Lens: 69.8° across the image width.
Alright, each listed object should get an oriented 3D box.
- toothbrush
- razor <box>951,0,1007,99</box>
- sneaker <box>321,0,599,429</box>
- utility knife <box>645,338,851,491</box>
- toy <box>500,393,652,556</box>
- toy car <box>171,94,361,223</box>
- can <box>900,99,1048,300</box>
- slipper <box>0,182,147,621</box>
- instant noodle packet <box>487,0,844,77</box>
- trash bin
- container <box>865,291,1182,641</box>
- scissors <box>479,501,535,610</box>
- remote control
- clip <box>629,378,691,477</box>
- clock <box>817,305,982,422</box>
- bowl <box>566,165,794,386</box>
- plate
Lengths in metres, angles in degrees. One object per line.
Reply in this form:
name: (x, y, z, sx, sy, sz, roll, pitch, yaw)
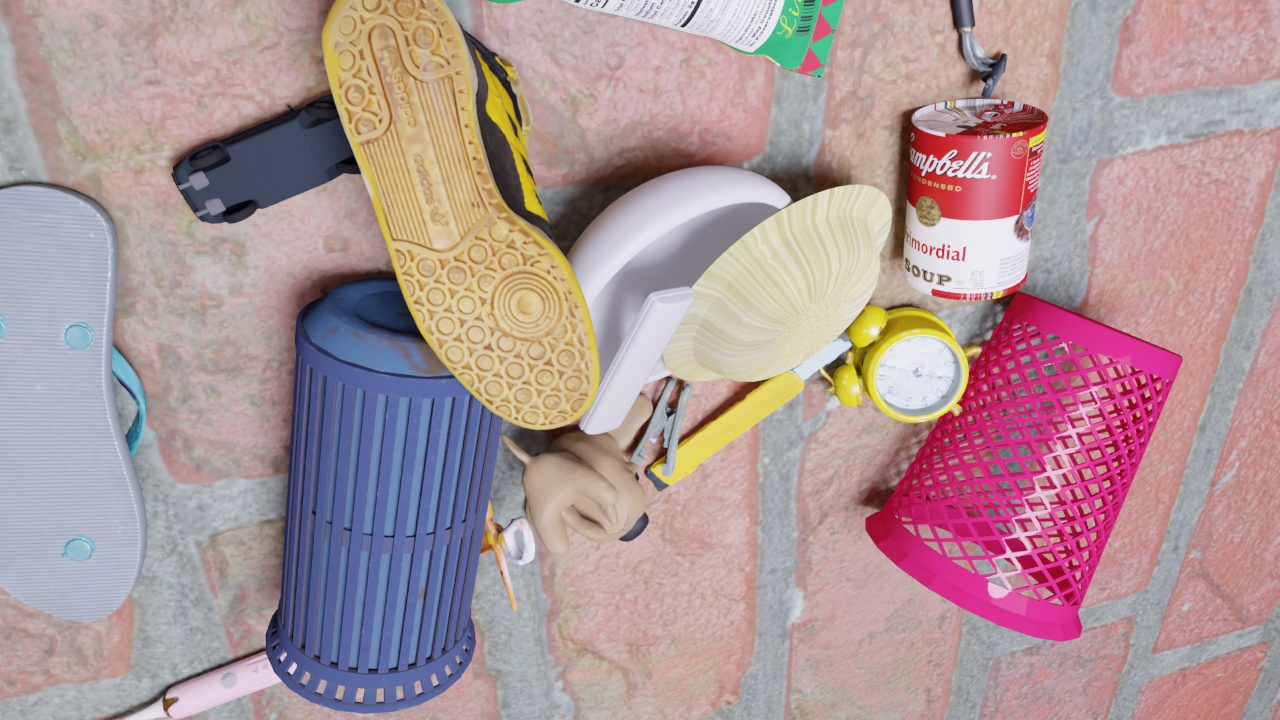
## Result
toothbrush: (-0.321, 0.247, 0.689, 0.222, 0.027, 0.027, -19, 151, -8)
razor: (0.211, -0.244, 0.599, 0.042, 0.022, 0.144, -53, 128, -37)
sneaker: (-0.088, -0.083, 0.508, 0.086, 0.122, 0.238, -20, 102, 4)
utility knife: (0.081, 0.042, 0.703, 0.191, 0.017, 0.030, -36, 131, 18)
toy: (-0.042, 0.086, 0.640, 0.106, 0.108, 0.134, 45, 100, 12)
toy car: (-0.205, -0.114, 0.520, 0.112, 0.034, 0.046, -23, 123, -4)
can: (0.230, -0.112, 0.638, 0.086, 0.086, 0.116, -13, 121, -12)
slipper: (-0.352, 0.028, 0.549, 0.098, 0.054, 0.269, 0, 107, -16)
instant noodle packet: (0.013, -0.267, 0.473, 0.252, 0.090, 0.196, 5, 117, -19)
trash bin: (-0.159, 0.081, 0.586, 0.139, 0.139, 0.250, 4, 115, -21)
container: (0.312, 0.073, 0.731, 0.183, 0.183, 0.226, 15, 105, -26)
scissors: (-0.101, 0.126, 0.657, 0.011, 0.128, 0.125, -21, 106, -29)
remote control: (-0.003, 0.003, 0.584, 0.033, 0.012, 0.131, -12, 147, -36)
clip: (0.025, 0.053, 0.692, 0.050, 0.023, 0.078, 33, 112, -2)
clock: (0.194, 0.002, 0.704, 0.119, 0.057, 0.083, 12, 109, -1)
bowl: (0.013, -0.061, 0.587, 0.176, 0.066, 0.177, -27, 153, -15)
plate: (0.103, -0.034, 0.617, 0.184, 0.036, 0.185, -27, 153, -15)
